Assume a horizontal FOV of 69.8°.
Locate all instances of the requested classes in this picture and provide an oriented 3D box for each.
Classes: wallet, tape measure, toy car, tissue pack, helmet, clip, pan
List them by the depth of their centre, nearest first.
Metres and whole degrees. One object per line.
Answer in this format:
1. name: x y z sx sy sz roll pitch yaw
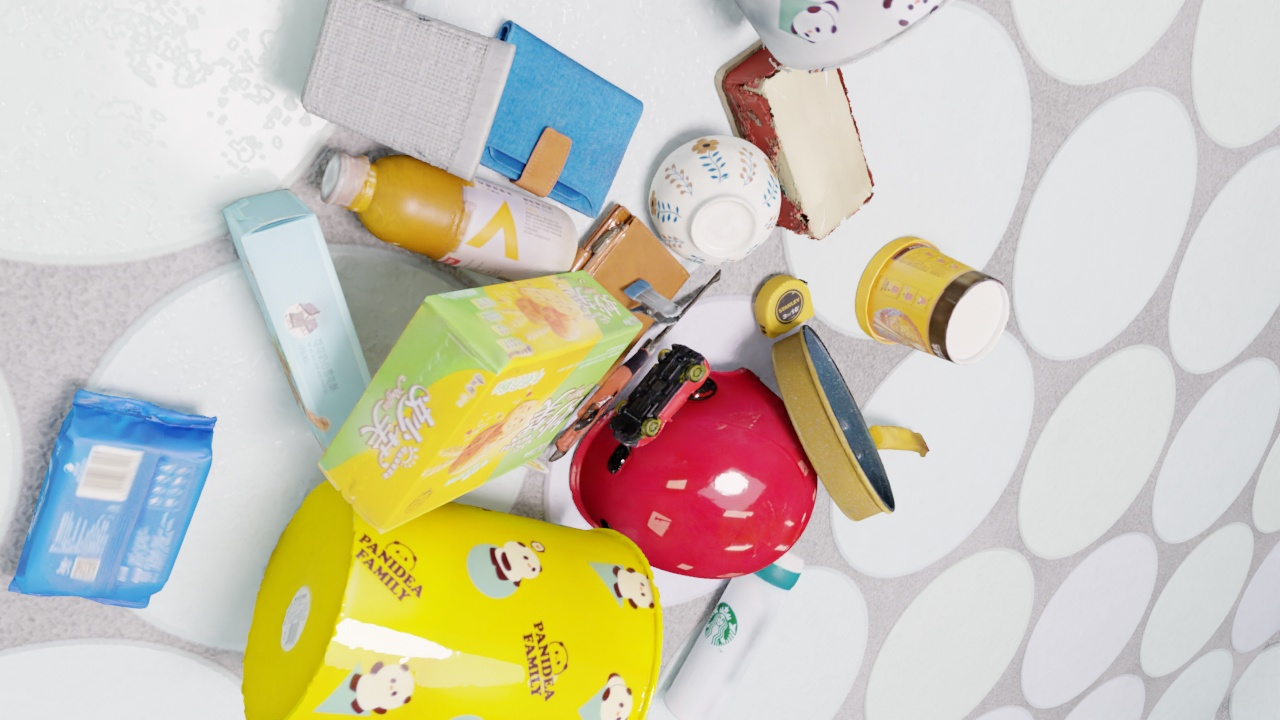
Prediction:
1. tissue pack: -0.361 0.098 0.632 0.095 0.052 0.157 17 101 -35
2. wallet: -0.068 -0.180 0.703 0.133 0.040 0.106 22 95 -37
3. clip: 0.013 -0.045 0.769 0.027 0.058 0.045 -31 129 -27
4. wallet: -0.027 -0.054 0.792 0.131 0.031 0.108 -52 131 -4
5. toy car: 0.016 0.033 0.811 0.106 0.049 0.031 -49 131 -10
6. helmet: 0.068 0.121 0.870 0.239 0.144 0.207 -5 116 -30
7. tape measure: 0.138 -0.056 0.901 0.060 0.029 0.057 -31 126 -17
8. pan: 0.236 0.073 0.953 0.078 0.197 0.357 -26 156 17

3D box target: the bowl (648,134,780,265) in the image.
1. bowl: 0.066 -0.126 0.772 0.113 0.062 0.114 -3 125 -4

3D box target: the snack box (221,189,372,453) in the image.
1. snack box: -0.233 -0.026 0.642 0.051 0.074 0.175 -23 123 -22

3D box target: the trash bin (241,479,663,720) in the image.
1. trash bin: -0.151 0.215 0.726 0.255 0.229 0.230 25 97 -33

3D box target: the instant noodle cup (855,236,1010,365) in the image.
1. instant noodle cup: 0.308 -0.058 0.956 0.118 0.114 0.119 -14 118 -28

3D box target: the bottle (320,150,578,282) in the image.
1. bottle: -0.136 -0.104 0.673 0.189 0.068 0.068 15 103 -37

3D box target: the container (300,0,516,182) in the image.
1. container: -0.151 -0.181 0.599 0.114 0.090 0.090 18 101 -15

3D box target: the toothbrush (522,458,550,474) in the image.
1. toothbrush: -0.147 0.063 0.779 0.018 0.016 0.191 -49 129 9

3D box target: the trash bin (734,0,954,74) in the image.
1. trash bin: 0.105 -0.367 0.618 0.252 0.229 0.229 38 88 -34

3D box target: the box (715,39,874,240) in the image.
1. box: 0.143 -0.193 0.806 0.091 0.080 0.168 -39 127 -14

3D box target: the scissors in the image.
1. scissors: -0.007 0.007 0.802 0.190 0.015 0.226 -49 177 37

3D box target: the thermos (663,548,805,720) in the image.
1. thermos: 0.106 0.300 1.024 0.073 0.073 0.224 24 97 -38

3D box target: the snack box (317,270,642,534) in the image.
1. snack box: -0.106 0.021 0.660 0.158 0.070 0.209 -51 167 24
